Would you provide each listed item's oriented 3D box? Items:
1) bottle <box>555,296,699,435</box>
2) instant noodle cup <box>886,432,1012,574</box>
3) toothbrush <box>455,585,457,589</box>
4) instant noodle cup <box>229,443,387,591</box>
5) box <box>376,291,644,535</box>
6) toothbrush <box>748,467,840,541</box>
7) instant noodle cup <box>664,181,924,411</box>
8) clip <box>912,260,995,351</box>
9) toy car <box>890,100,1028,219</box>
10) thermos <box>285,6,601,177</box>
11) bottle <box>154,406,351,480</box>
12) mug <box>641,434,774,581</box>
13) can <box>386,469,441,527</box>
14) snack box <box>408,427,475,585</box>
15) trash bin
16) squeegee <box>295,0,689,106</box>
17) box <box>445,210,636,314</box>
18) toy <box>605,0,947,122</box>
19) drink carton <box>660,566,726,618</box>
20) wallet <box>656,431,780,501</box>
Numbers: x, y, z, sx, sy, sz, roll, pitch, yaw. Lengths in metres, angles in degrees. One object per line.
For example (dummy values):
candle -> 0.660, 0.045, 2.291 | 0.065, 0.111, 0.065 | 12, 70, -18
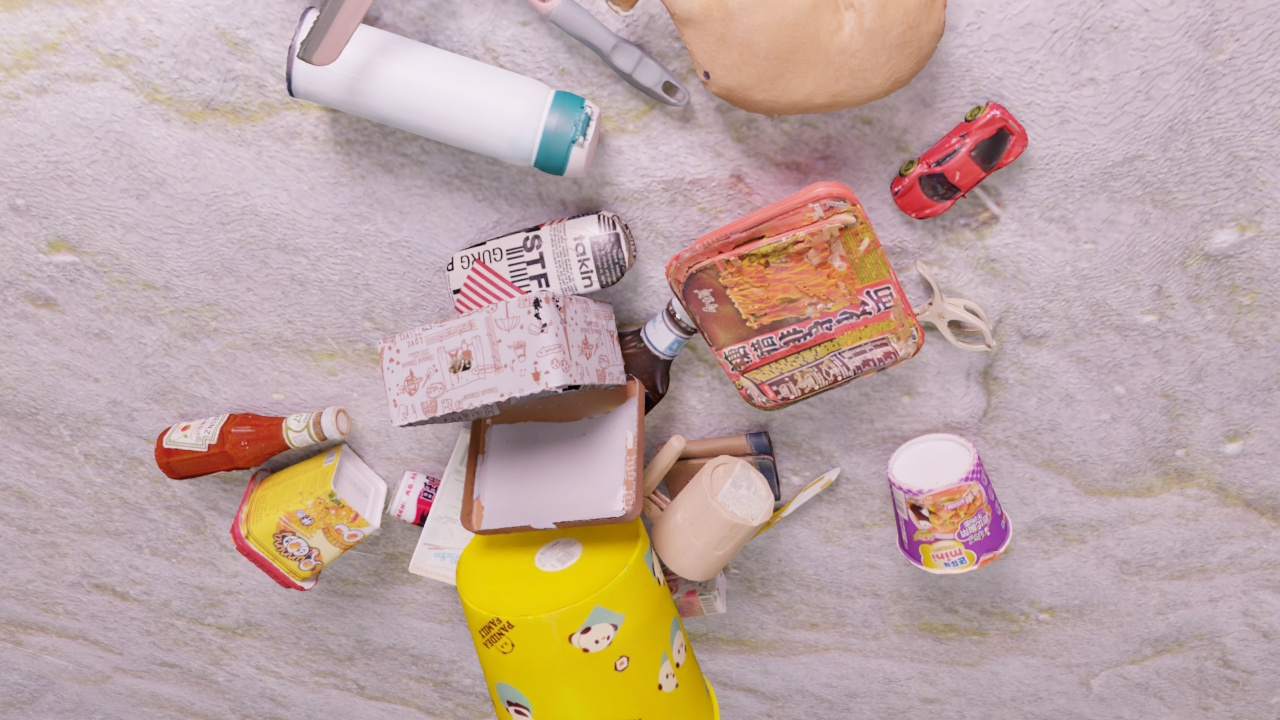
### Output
bottle -> -0.005, 0.005, 0.844 | 0.080, 0.043, 0.195 | 38, 122, -12
instant noodle cup -> 0.291, 0.131, 0.883 | 0.112, 0.111, 0.099 | -15, 117, 17
toothbrush -> -0.140, 0.219, 1.045 | 0.213, 0.027, 0.026 | -34, 75, 30
instant noodle cup -> -0.343, 0.159, 0.968 | 0.124, 0.116, 0.116 | -29, 121, 12
box -> -0.103, 0.060, 0.784 | 0.183, 0.192, 0.156 | -14, 172, 26
toothbrush -> 0.142, 0.164, 0.978 | 0.018, 0.016, 0.192 | 37, 124, -12
instant noodle cup -> 0.126, -0.058, 0.757 | 0.165, 0.079, 0.189 | -22, 125, 21
clip -> 0.263, -0.043, 0.788 | 0.097, 0.034, 0.062 | 29, 127, -6
toy car -> 0.242, -0.148, 0.704 | 0.049, 0.031, 0.107 | 37, 125, -21
thermos -> -0.140, -0.193, 0.683 | 0.224, 0.073, 0.073 | 16, 129, -7
bottle -> -0.393, 0.080, 0.935 | 0.206, 0.059, 0.060 | -11, 127, 14
mug -> 0.056, 0.140, 0.897 | 0.124, 0.084, 0.104 | 41, 131, 8
can -> -0.200, 0.162, 0.984 | 0.132, 0.053, 0.053 | 21, 128, -12
snack box -> -0.171, 0.155, 0.945 | 0.084, 0.027, 0.157 | 21, 96, -12
trash bin -> -0.057, 0.283, 0.913 | 0.230, 0.229, 0.255 | -8, 117, 12
squeegee -> -0.065, -0.250, 0.638 | 0.249, 0.040, 0.248 | 29, 102, -29
box -> -0.083, -0.086, 0.783 | 0.164, 0.080, 0.075 | -14, 95, 18
toy -> 0.091, -0.229, 0.614 | 0.226, 0.082, 0.143 | -6, 116, 4
drink carton -> 0.034, 0.263, 1.045 | 0.123, 0.053, 0.045 | -11, 123, 15
wallet -> 0.081, 0.113, 0.933 | 0.115, 0.033, 0.090 | -5, 129, 14
